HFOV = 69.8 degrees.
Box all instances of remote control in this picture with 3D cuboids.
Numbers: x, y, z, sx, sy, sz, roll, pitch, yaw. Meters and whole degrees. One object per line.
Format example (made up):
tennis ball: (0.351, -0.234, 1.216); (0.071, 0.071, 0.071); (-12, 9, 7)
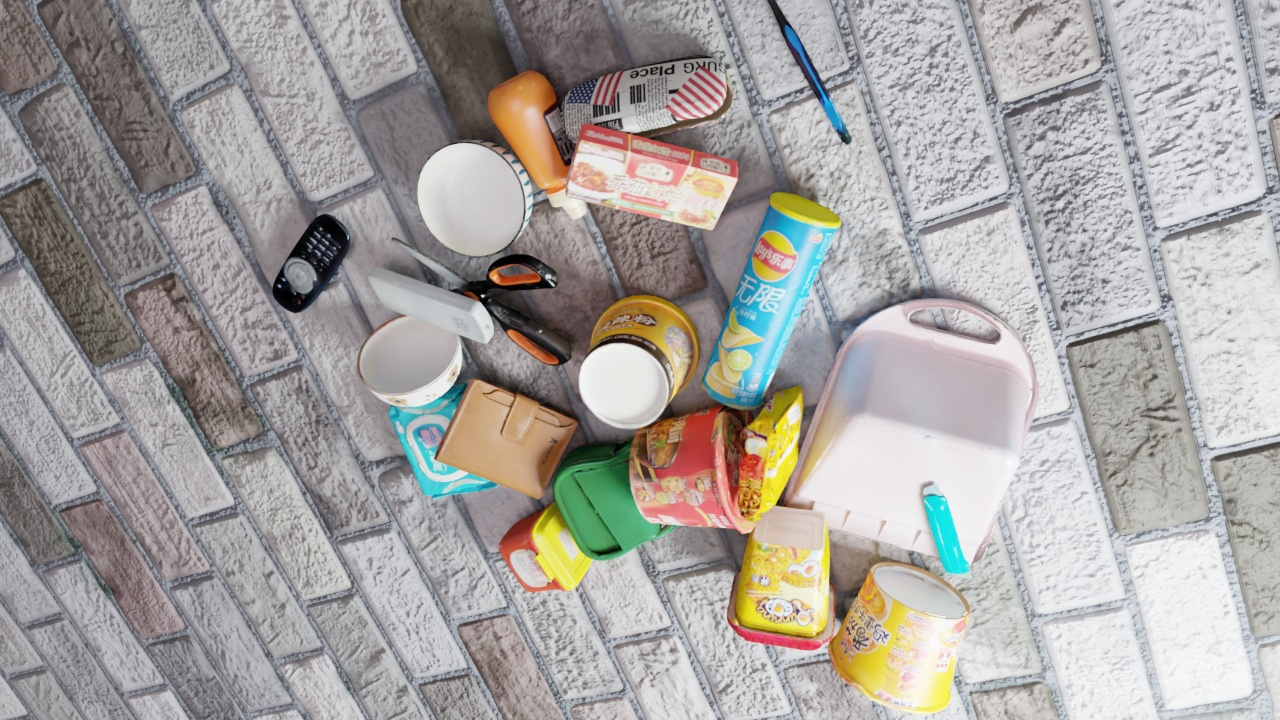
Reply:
remote control: (-0.225, -0.061, 0.989); (0.150, 0.021, 0.058); (19, 150, 22)
remote control: (-0.368, -0.110, 1.032); (0.053, 0.024, 0.137); (41, 116, -7)

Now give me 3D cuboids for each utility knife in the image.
utility knife: (0.319, 0.180, 0.956); (0.029, 0.013, 0.166); (-6, 133, 26)

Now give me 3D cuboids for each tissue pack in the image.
tissue pack: (-0.226, 0.097, 1.070); (0.093, 0.050, 0.133); (-15, 109, 17)

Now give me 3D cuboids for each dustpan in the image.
dustpan: (0.292, 0.075, 0.963); (0.222, 0.138, 0.274); (16, 143, 4)

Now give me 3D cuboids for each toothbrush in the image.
toothbrush: (0.148, -0.282, 0.847); (0.014, 0.016, 0.189); (-30, 105, 13)

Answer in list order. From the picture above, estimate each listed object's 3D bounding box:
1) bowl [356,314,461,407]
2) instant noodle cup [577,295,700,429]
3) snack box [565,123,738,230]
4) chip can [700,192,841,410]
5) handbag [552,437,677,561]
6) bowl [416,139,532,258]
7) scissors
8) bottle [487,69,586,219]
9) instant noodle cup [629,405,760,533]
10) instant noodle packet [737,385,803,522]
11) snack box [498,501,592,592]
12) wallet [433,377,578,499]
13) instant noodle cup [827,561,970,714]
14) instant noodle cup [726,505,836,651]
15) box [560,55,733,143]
bowl: (-0.248, 0.008, 1.017); (0.113, 0.113, 0.062); (2, 145, 13)
instant noodle cup: (-0.006, 0.006, 0.945); (0.118, 0.114, 0.119); (5, 113, 12)
snack box: (0.009, -0.173, 0.876); (0.153, 0.025, 0.075); (12, 144, -11)
chip can: (0.125, -0.056, 0.912); (0.071, 0.071, 0.211); (21, 116, 4)
handbag: (-0.031, 0.156, 1.045); (0.120, 0.067, 0.131); (-20, 105, 12)
bowl: (-0.161, -0.169, 0.935); (0.116, 0.066, 0.116); (5, 112, 11)
scissors: (-0.155, -0.066, 0.964); (0.234, 0.021, 0.221); (-9, 136, 47)
bottle: (-0.093, -0.208, 0.909); (0.067, 0.066, 0.149); (-19, 114, 20)
instant noodle cup: (0.059, 0.117, 0.971); (0.109, 0.137, 0.138); (-8, 110, 25)
instant noodle packet: (0.134, 0.089, 0.939); (0.044, 0.128, 0.111); (14, 113, 20)
snack box: (-0.115, 0.226, 1.084); (0.080, 0.081, 0.091); (-22, 105, 31)
wallet: (-0.150, 0.088, 1.031); (0.131, 0.031, 0.108); (25, 98, -20)
instant noodle cup: (0.285, 0.292, 0.990); (0.138, 0.137, 0.110); (17, 107, 6)
instant noodle cup: (0.158, 0.231, 0.998); (0.116, 0.115, 0.124); (6, 114, 11)
box: (0.002, -0.244, 0.858); (0.164, 0.082, 0.075); (-7, 105, 19)
